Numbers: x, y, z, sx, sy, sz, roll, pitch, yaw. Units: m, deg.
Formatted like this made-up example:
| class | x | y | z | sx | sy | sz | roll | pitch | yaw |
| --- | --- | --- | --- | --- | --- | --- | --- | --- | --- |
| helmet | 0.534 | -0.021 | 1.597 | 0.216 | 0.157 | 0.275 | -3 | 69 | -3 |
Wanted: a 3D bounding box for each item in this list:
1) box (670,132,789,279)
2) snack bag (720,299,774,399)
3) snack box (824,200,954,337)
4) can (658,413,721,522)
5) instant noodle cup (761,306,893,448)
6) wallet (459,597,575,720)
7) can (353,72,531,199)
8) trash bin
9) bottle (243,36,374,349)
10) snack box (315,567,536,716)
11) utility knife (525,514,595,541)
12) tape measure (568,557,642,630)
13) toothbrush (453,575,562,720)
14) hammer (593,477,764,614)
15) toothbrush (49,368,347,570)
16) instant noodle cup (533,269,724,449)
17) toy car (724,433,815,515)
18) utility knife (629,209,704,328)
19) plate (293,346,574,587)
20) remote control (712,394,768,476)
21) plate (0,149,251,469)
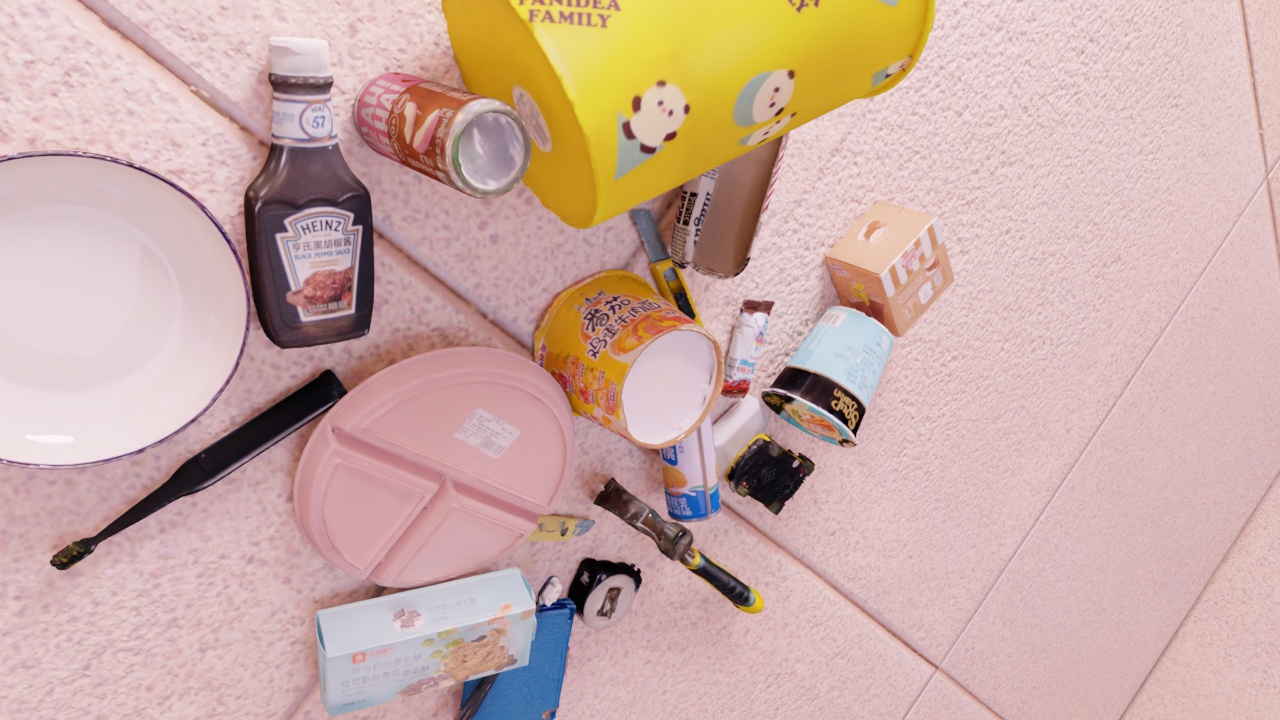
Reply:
| class | x | y | z | sx | sy | sz | roll | pitch | yaw |
| --- | --- | --- | --- | --- | --- | --- | --- | --- | --- |
| box | 0.067 | -0.153 | 0.780 | 0.087 | 0.076 | 0.163 | -3 | 113 | -62 |
| snack bag | 0.104 | -0.011 | 0.911 | 0.045 | 0.026 | 0.105 | 3 | 106 | -36 |
| snack box | 0.261 | -0.096 | 0.961 | 0.092 | 0.077 | 0.094 | -44 | 132 | -14 |
| can | 0.044 | 0.083 | 0.874 | 0.053 | 0.053 | 0.135 | -18 | 109 | -32 |
| instant noodle cup | 0.203 | 0.013 | 0.955 | 0.111 | 0.111 | 0.120 | 43 | 74 | -42 |
| wallet | -0.117 | 0.291 | 0.870 | 0.106 | 0.040 | 0.133 | 1 | 109 | -30 |
| can | -0.128 | -0.144 | 0.577 | 0.057 | 0.147 | 0.058 | -17 | 120 | -33 |
| trash bin | 0.023 | -0.230 | 0.618 | 0.255 | 0.230 | 0.230 | -33 | 128 | -16 |
| bottle | -0.216 | -0.106 | 0.597 | 0.079 | 0.044 | 0.195 | -12 | 117 | -35 |
| snack box | -0.176 | 0.230 | 0.757 | 0.174 | 0.051 | 0.074 | -7 | 127 | -26 |
| utility knife | -0.108 | 0.148 | 0.828 | 0.167 | 0.018 | 0.031 | 10 | 110 | -46 |
| tape measure | -0.037 | 0.231 | 0.908 | 0.065 | 0.033 | 0.066 | 15 | 100 | -40 |
| toothbrush | -0.124 | 0.272 | 0.830 | 0.015 | 0.018 | 0.181 | 32 | 94 | -34 |
| hammer | 0.053 | 0.199 | 0.929 | 0.032 | 0.126 | 0.323 | -53 | 143 | -8 |
| toothbrush | -0.298 | 0.074 | 0.628 | 0.212 | 0.027 | 0.026 | -36 | 87 | -20 |
| instant noodle cup | -0.005 | 0.005 | 0.774 | 0.137 | 0.110 | 0.138 | -17 | 121 | -31 |
| toy car | 0.134 | 0.117 | 0.973 | 0.071 | 0.041 | 0.155 | -52 | 144 | 5 |
| utility knife | 0.034 | -0.055 | 0.840 | 0.033 | 0.015 | 0.209 | -41 | 130 | -19 |
| plate | -0.152 | 0.093 | 0.724 | 0.229 | 0.028 | 0.230 | -17 | 129 | -23 |
| remote control | 0.082 | 0.091 | 0.943 | 0.124 | 0.024 | 0.049 | -42 | 130 | -15 |
| plate | -0.334 | -0.030 | 0.541 | 0.192 | 0.039 | 0.193 | -17 | 120 | -32 |
